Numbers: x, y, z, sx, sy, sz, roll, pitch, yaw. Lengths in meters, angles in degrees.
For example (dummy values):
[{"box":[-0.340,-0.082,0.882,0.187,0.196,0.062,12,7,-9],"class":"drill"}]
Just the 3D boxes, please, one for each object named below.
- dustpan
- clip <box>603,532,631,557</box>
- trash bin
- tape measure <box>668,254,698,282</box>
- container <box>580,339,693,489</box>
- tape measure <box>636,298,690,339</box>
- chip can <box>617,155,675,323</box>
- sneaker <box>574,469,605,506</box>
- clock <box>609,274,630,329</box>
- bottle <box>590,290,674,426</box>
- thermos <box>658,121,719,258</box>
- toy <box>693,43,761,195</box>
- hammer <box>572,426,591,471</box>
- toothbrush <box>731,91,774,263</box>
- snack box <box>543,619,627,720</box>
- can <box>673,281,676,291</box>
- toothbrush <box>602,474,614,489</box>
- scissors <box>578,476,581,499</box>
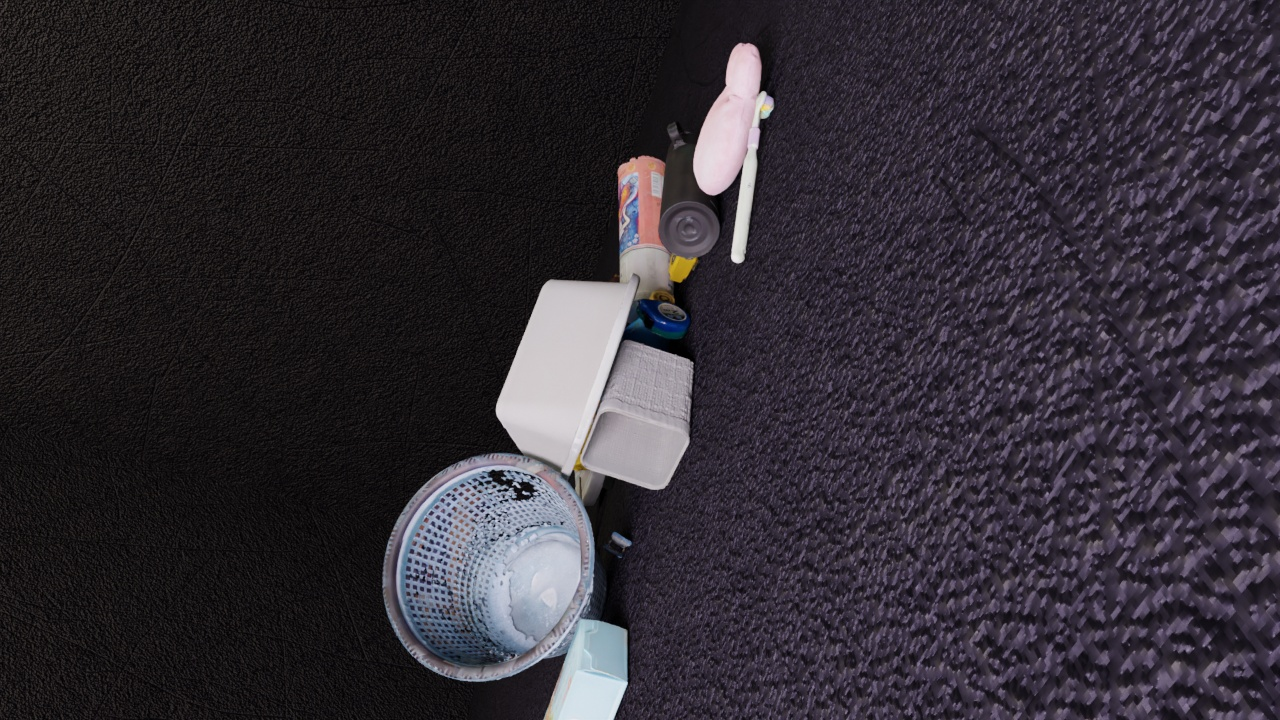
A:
[{"box":[-0.044,0.025,0.979,0.258,0.143,0.222,56,-132,-56],"class":"dustpan"},{"box":[-0.027,0.207,1.019,0.043,0.027,0.058,-61,-3,-12],"class":"clip"},{"box":[-0.131,0.235,0.996,0.195,0.227,0.226,56,-136,-63],"class":"trash bin"},{"box":[0.056,-0.127,1.104,0.060,0.029,0.057,120,164,-59],"class":"tape measure"},{"box":[0.001,0.050,0.913,0.114,0.090,0.090,-78,9,-48],"class":"container"},{"box":[0.027,-0.045,1.032,0.025,0.058,0.054,-67,32,31],"class":"tape measure"},{"box":[0.007,-0.154,1.169,0.071,0.071,0.214,120,152,-61],"class":"chip can"},{"box":[-0.081,0.101,1.384,0.090,0.090,0.241,115,168,-54],"class":"sneaker"},{"box":[-0.010,-0.075,1.277,0.055,0.082,0.121,121,163,-49],"class":"clock"},{"box":[-0.007,0.007,1.134,0.065,0.065,0.219,-83,12,-52],"class":"bottle"},{"box":[0.052,-0.214,1.096,0.068,0.090,0.242,-25,29,17],"class":"thermos"},{"box":[0.096,-0.256,0.980,0.121,0.054,0.160,-98,22,-68],"class":"toy"},{"box":[-0.041,0.019,1.324,0.129,0.033,0.300,12,75,44],"class":"hammer"},{"box":[0.107,-0.176,0.881,0.029,0.020,0.189,56,-138,-59],"class":"toothbrush"},{"box":[-0.060,0.339,0.874,0.074,0.051,0.175,-90,17,-68],"class":"snack box"},{"box":[0.017,-0.104,1.218,0.059,0.058,0.116,124,161,-67],"class":"can"},{"box":[-0.021,0.098,1.239,0.018,0.015,0.181,-69,-2,-65],"class":"toothbrush"},{"box":[-0.085,0.250,1.267,0.159,0.014,0.180,175,100,-72],"class":"scissors"}]
